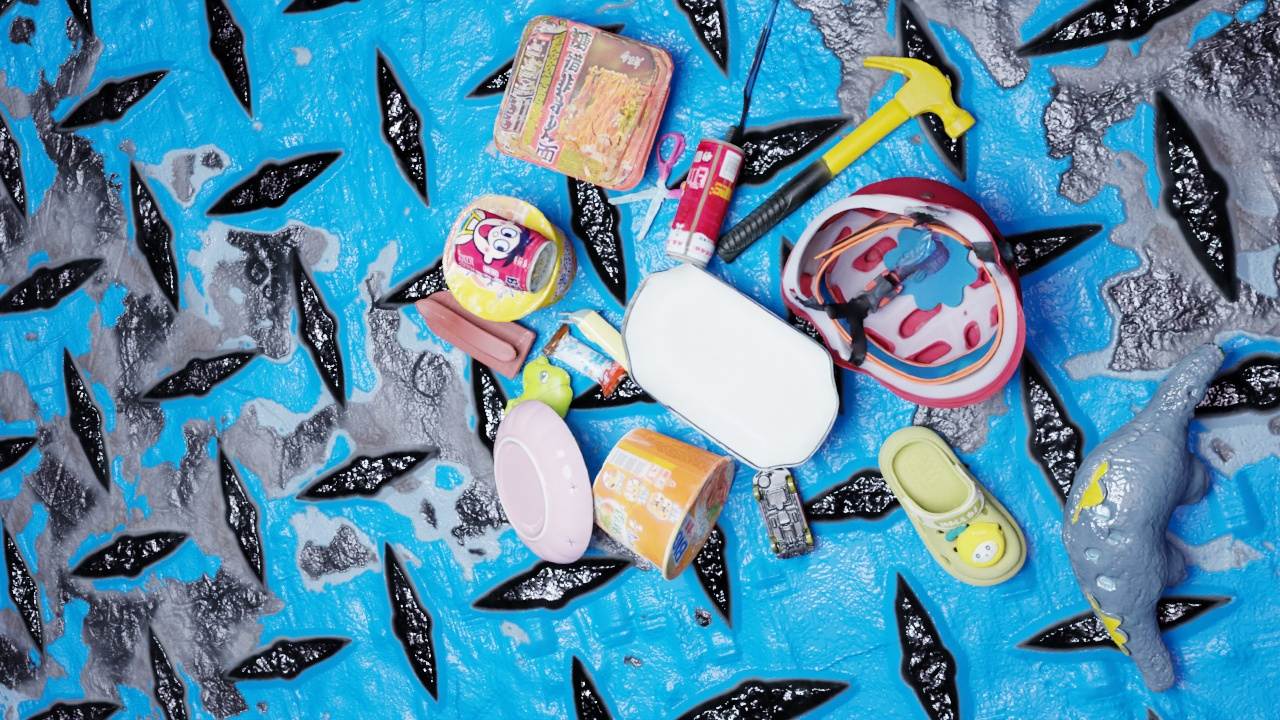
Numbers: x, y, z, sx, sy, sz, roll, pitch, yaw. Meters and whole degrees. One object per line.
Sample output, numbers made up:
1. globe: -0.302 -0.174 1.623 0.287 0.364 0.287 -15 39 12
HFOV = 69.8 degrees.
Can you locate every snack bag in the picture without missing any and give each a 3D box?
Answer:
1. snack bag: -0.065 0.000 1.087 0.104 0.026 0.048 36 86 10

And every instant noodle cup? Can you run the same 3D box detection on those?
1. instant noodle cup: -0.059 -0.289 1.044 0.189 0.079 0.164 22 98 14
2. instant noodle cup: 0.020 0.150 1.015 0.111 0.151 0.151 26 99 20
3. instant noodle cup: -0.141 -0.114 1.059 0.138 0.109 0.138 1 93 15

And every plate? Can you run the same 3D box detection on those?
1. plate: 0.097 0.004 1.002 0.266 0.034 0.162 34 114 21
2. plate: -0.121 0.142 1.043 0.192 0.039 0.192 23 119 50

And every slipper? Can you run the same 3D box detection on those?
1. slipper: 0.322 0.156 0.963 0.092 0.081 0.190 -39 80 16

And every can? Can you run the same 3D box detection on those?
1. can: 0.070 -0.172 1.010 0.053 0.053 0.132 18 91 14
2. can: -0.142 -0.114 0.967 0.094 0.066 0.066 24 98 12

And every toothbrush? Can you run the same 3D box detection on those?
1. toothbrush: 0.125 -0.324 1.027 0.016 0.014 0.189 21 98 37

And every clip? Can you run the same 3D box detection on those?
1. clip: -0.071 -0.051 1.088 0.058 0.026 0.043 2 101 19

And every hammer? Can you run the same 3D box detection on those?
1. hammer: 0.203 -0.211 1.000 0.301 0.032 0.129 -39 82 13

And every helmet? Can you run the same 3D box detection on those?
1. helmet: 0.281 -0.081 0.925 0.240 0.143 0.208 46 133 -3

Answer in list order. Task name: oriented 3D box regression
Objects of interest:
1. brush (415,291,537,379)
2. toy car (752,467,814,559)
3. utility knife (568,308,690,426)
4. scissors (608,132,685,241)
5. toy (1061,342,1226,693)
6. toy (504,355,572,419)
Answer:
1. brush: -0.201 -0.038 1.099 0.146 0.069 0.063 29 98 12
2. toy car: 0.160 0.169 1.031 0.049 0.031 0.106 -19 89 14
3. utility knife: -0.006 0.006 1.063 0.190 0.020 0.031 43 89 3
4. scissors: 0.025 -0.202 1.057 0.133 0.017 0.130 -7 92 14
5. toy: 0.494 0.153 0.911 0.138 0.091 0.356 8 97 2
6. toy: -0.119 0.050 1.102 0.100 0.031 0.096 -31 84 19
